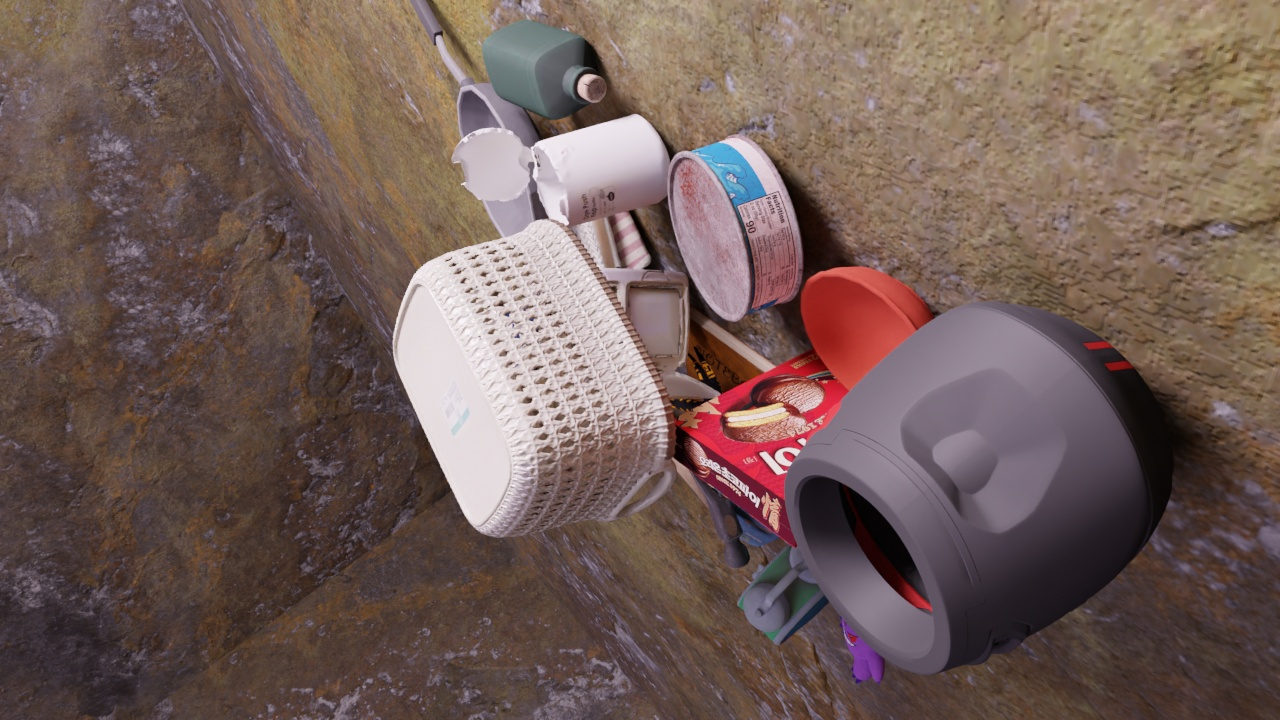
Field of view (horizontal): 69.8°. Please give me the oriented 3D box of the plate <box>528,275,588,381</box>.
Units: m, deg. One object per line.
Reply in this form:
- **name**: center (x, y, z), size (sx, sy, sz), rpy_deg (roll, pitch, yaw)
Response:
- **plate**: center (-0.100, -0.051, 1.161), size (0.229, 0.021, 0.230), rpy_deg (52, 157, 32)

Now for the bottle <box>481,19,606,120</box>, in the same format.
- **bottle**: center (-0.075, -0.244, 0.779), size (0.131, 0.061, 0.061), rpy_deg (35, 151, 43)

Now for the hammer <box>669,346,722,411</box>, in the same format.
- **hammer**: center (0.023, 0.038, 1.025), size (0.321, 0.036, 0.123), rpy_deg (-167, 62, -70)

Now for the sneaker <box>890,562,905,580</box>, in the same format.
- **sneaker**: center (0.213, 0.168, 0.784), size (0.236, 0.079, 0.087), rpy_deg (13, 135, 62)

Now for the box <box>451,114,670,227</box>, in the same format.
- **box**: center (-0.066, -0.157, 0.769), size (0.112, 0.162, 0.085), rpy_deg (55, 156, 35)

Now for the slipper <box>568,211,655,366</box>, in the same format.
- **slipper**: center (-0.029, -0.098, 0.928), size (0.115, 0.052, 0.263), rpy_deg (26, 139, 59)

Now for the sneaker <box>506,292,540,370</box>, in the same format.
- **sneaker**: center (-0.131, -0.023, 1.031), size (0.103, 0.132, 0.270), rpy_deg (65, 162, 5)

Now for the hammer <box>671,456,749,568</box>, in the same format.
- **hammer**: center (0.037, 0.108, 1.086), size (0.331, 0.030, 0.119), rpy_deg (-131, 19, -59)

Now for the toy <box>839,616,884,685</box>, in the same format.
- **toy**: center (0.238, 0.278, 0.947), size (0.088, 0.056, 0.105), rpy_deg (74, -173, -50)

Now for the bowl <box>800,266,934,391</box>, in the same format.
- **bowl**: center (0.168, -0.019, 0.641), size (0.122, 0.035, 0.122), rpy_deg (45, 159, 23)

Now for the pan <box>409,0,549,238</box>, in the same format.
- **pan**: center (-0.170, -0.270, 0.941), size (0.357, 0.041, 0.179), rpy_deg (61, 160, 12)

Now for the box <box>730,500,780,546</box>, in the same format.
- **box**: center (0.124, 0.176, 1.004), size (0.066, 0.049, 0.210), rpy_deg (46, 167, 8)

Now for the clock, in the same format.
- **clock**: center (0.153, 0.220, 0.920), size (0.075, 0.122, 0.161), rpy_deg (45, -177, 21)

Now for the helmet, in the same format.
- **helmet**: center (0.194, 0.064, 0.517), size (0.164, 0.169, 0.265), rpy_deg (54, 165, 24)

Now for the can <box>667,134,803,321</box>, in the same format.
- **can**: center (0.067, -0.097, 0.677), size (0.130, 0.044, 0.130), rpy_deg (159, 90, -76)

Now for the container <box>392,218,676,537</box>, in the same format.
- **container**: center (-0.090, 0.018, 0.728), size (0.246, 0.142, 0.185), rpy_deg (59, 142, 21)

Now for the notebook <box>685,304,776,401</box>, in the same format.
- **notebook**: center (0.113, 0.070, 0.946), size (0.178, 0.014, 0.250), rpy_deg (39, 156, 36)

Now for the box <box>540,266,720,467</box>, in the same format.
- **box**: center (-0.009, -0.005, 0.833), size (0.096, 0.145, 0.185), rpy_deg (-35, 62, 59)

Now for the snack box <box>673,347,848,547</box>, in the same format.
- **snack box**: center (0.124, 0.057, 0.687), size (0.133, 0.151, 0.036), rpy_deg (33, 138, 46)
